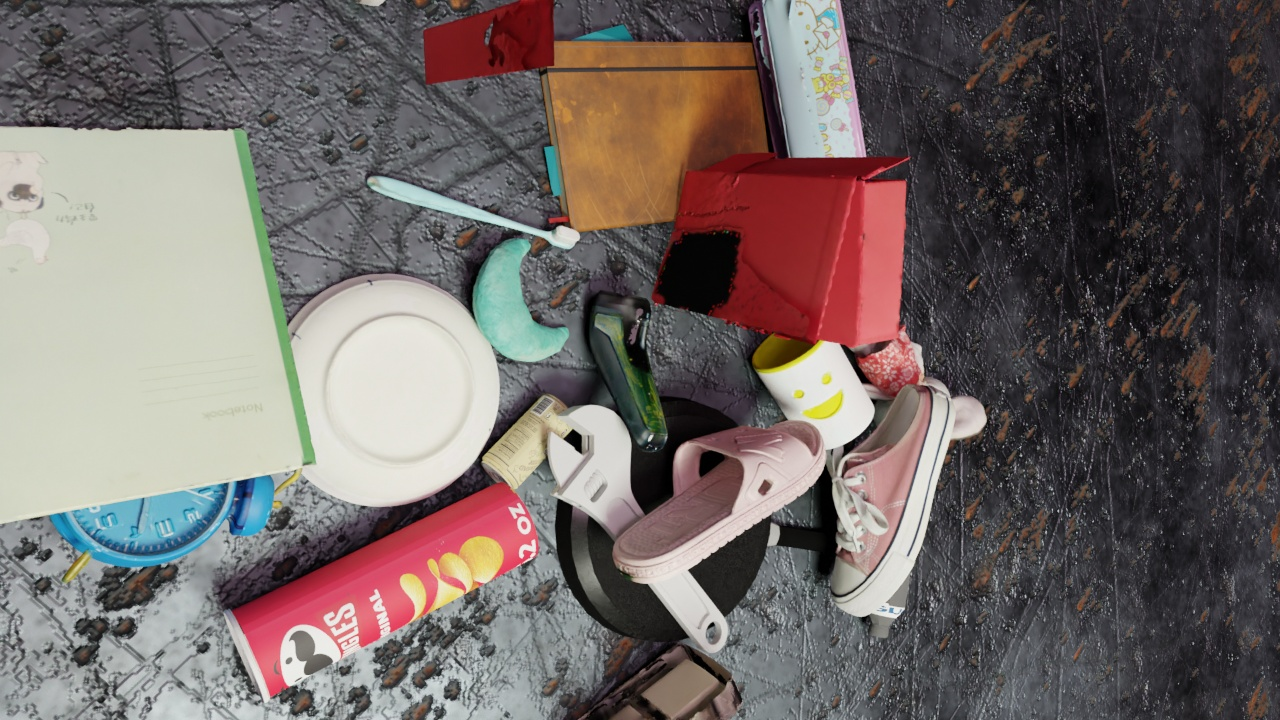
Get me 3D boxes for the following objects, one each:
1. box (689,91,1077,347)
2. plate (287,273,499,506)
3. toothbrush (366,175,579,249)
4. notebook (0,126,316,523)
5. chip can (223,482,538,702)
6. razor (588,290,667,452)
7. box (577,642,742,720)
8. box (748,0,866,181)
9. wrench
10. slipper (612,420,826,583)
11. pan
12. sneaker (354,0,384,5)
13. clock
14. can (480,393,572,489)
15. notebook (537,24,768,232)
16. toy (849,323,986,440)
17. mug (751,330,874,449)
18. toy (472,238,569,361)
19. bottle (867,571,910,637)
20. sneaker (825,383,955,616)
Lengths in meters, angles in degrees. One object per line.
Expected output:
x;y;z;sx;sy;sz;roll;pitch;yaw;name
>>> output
0.215;-0.138;0.841;0.324;0.214;0.153;-27;114;-28;box
-0.188;0.023;0.706;0.182;0.034;0.182;0;90;-32;plate
-0.132;-0.121;0.747;0.180;0.017;0.016;13;68;-27;toothbrush
-0.326;-0.036;0.590;0.181;0.010;0.252;-9;76;-32;notebook
-0.186;0.166;0.686;0.220;0.069;0.069;-24;102;-30;chip can
-0.005;0.005;0.781;0.053;0.067;0.151;10;50;-38;razor
0.038;0.328;0.754;0.143;0.191;0.069;-32;107;-21;box
0.160;-0.251;0.895;0.077;0.096;0.214;-15;98;-20;box
0.007;0.150;0.795;0.086;0.018;0.273;-51;117;-31;wrench
0.070;0.100;0.780;0.238;0.094;0.064;-31;112;-34;slipper
0.084;0.160;0.878;0.355;0.034;0.225;14;83;-30;pan
-0.178;-0.378;0.685;0.079;0.084;0.235;3;85;-32;sneaker
-0.310;0.073;0.613;0.161;0.060;0.117;-20;96;-31;clock
-0.093;0.068;0.763;0.079;0.038;0.038;-47;113;-23;can
0.015;-0.217;0.843;0.248;0.014;0.178;-12;97;-31;notebook
0.277;0.036;0.970;0.159;0.084;0.194;-41;104;-16;toy
0.171;0.023;0.902;0.082;0.083;0.106;-45;113;-24;mug
-0.103;-0.043;0.760;0.084;0.033;0.105;-42;116;-45;toy
0.262;0.239;0.981;0.047;0.047;0.112;16;82;-31;bottle
0.226;0.132;0.899;0.088;0.118;0.241;17;94;-14;sneaker
